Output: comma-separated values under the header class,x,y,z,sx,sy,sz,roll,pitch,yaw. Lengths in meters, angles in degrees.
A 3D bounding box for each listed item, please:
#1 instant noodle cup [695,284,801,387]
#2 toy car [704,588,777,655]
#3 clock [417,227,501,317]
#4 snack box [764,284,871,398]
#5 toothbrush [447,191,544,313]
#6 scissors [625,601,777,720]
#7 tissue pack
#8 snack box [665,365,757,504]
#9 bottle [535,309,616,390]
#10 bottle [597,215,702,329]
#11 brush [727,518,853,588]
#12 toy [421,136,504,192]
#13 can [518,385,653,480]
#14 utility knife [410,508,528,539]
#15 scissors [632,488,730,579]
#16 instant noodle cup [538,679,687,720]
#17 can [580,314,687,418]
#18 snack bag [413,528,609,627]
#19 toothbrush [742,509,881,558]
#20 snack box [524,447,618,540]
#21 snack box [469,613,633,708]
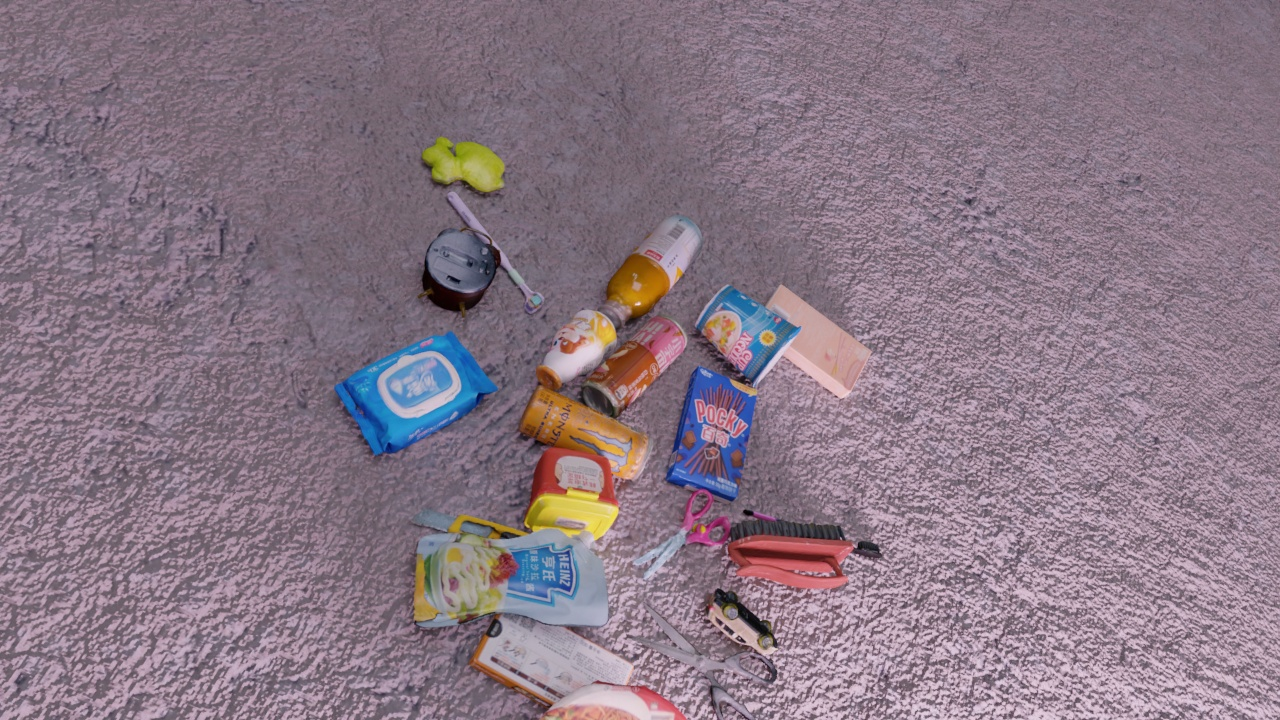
class,x,y,z,sx,sy,sz,roll,pitch,yaw
instant noodle cup,0.132,-0.037,1.170,0.110,0.099,0.099,38,55,11
toy car,0.112,0.290,1.009,0.090,0.035,0.042,38,13,0
clock,-0.211,-0.112,1.082,0.082,0.055,0.121,23,56,-9
snack box,0.231,-0.027,1.239,0.157,0.026,0.084,37,55,-1
toothbrush,-0.182,-0.136,1.130,0.189,0.029,0.021,51,16,11
scissors,0.071,0.329,0.987,0.159,0.014,0.170,-5,64,-25
tissue pack,-0.240,0.031,0.993,0.156,0.052,0.095,-30,78,-33
snack box,0.089,0.089,1.117,0.084,0.026,0.156,22,57,-10
bottle,-0.077,-0.010,1.078,0.063,0.063,0.108,41,55,2
bottle,0.011,-0.111,1.167,0.068,0.068,0.189,39,56,0
brush,0.169,0.224,1.055,0.145,0.063,0.069,9,47,-17
toy,-0.222,-0.251,1.168,0.100,0.031,0.096,-20,71,-30
can,-0.062,0.083,1.037,0.146,0.058,0.058,25,56,-8
utility knife,-0.147,0.189,0.969,0.193,0.015,0.033,18,55,-13
scissors,0.041,0.194,1.040,0.137,0.017,0.077,-21,91,-28
instant noodle cup,-0.034,0.398,0.856,0.193,0.066,0.193,4,77,-17
can,-0.007,0.006,1.102,0.058,0.058,0.146,43,56,4
snack bag,-0.129,0.218,0.922,0.191,0.039,0.110,0,39,-10
toothbrush,0.210,0.207,1.112,0.189,0.014,0.017,20,47,-12
snack box,-0.074,0.141,0.989,0.091,0.082,0.080,13,49,-16
snack box,-0.088,0.307,0.924,0.153,0.026,0.075,31,55,-5
